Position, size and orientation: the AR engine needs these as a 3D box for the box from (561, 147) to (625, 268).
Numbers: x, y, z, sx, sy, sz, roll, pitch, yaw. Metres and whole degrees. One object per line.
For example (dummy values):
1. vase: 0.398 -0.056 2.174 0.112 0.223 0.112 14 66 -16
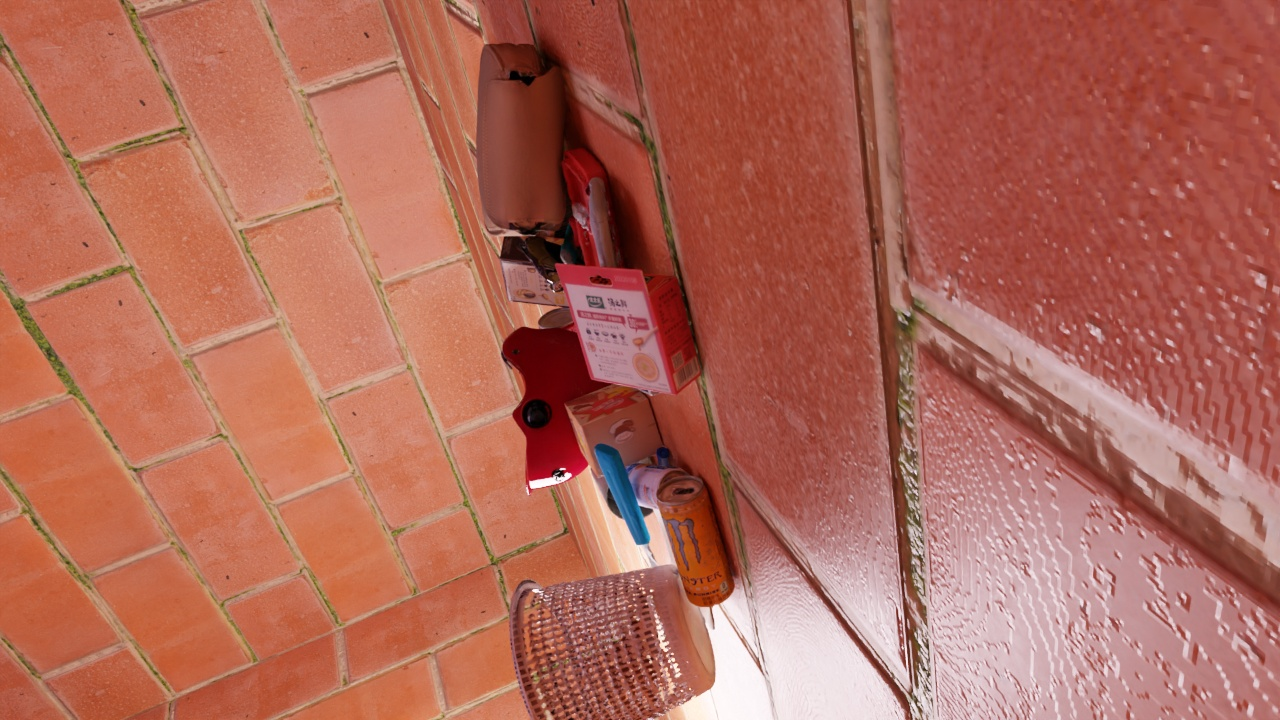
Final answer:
1. box: -0.037 -0.106 0.958 0.160 0.050 0.201 -112 8 -50

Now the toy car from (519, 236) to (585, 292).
1. toy car: -0.085 -0.102 1.065 0.070 0.042 0.158 52 -168 23

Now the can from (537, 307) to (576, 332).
1. can: -0.115 -0.027 1.422 0.066 0.066 0.094 -130 22 -58

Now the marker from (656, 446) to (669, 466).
1. marker: 0.031 0.154 1.198 0.146 0.017 0.017 86 160 -57

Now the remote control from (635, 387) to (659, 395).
1. remote control: -0.006 0.006 1.088 0.150 0.021 0.058 -161 51 -77

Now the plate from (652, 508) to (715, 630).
1. plate: 0.063 0.248 1.175 0.163 0.034 0.164 -148 38 -72

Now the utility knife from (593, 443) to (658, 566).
1. utility knife: -0.009 0.192 1.119 0.034 0.018 0.208 1 120 44

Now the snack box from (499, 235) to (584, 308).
1. snack box: -0.116 -0.111 1.202 0.113 0.125 0.053 95 180 -66

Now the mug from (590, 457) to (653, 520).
1. mug: -0.018 0.149 1.297 0.103 0.083 0.124 -135 53 -67

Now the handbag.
1. handbag: -0.125 -0.230 0.981 0.147 0.099 0.205 -124 32 -62

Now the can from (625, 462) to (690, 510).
1. can: 0.018 0.153 1.115 0.135 0.053 0.053 -9 102 69

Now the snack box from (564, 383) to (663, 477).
1. snack box: -0.035 0.085 1.181 0.094 0.092 0.077 -137 28 -67

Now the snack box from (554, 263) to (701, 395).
1. snack box: -0.011 -0.038 0.850 0.113 0.044 0.127 10 126 42

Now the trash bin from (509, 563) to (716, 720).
1. trash bin: -0.023 0.342 1.089 0.227 0.192 0.227 -20 -91 -82

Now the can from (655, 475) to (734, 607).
1. can: 0.063 0.205 1.035 0.058 0.058 0.146 -136 27 -65

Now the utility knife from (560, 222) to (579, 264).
1. utility knife: -0.079 -0.140 1.064 0.029 0.013 0.178 62 -169 -21

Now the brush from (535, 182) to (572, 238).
1. brush: -0.126 -0.185 1.168 0.146 0.073 0.063 116 133 -73

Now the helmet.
1. helmet: -0.106 0.064 1.301 0.207 0.144 0.240 80 -177 -81
